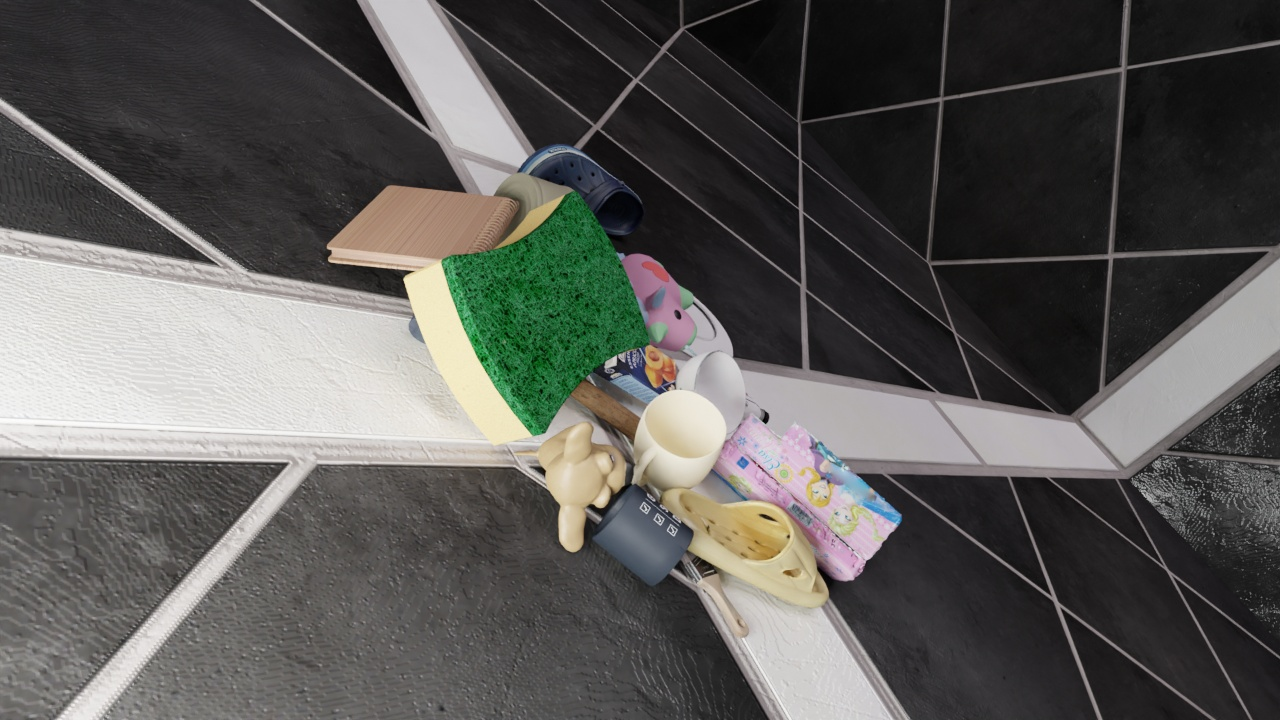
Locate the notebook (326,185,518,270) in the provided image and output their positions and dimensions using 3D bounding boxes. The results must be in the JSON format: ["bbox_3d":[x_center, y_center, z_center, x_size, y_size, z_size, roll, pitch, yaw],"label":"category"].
[{"bbox_3d":[-0.247,-0.157,1.077,0.169,0.022,0.210,6,29,2],"label":"notebook"}]

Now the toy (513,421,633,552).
[{"bbox_3d":[-0.065,0.110,0.935,0.105,0.134,0.108,-1,16,-24],"label":"toy"}]

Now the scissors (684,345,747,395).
[{"bbox_3d":[0.093,0.001,1.333,0.105,0.016,0.179,47,9,38],"label":"scissors"}]

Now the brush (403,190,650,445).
[{"bbox_3d":[-0.111,-0.051,0.983,0.249,0.075,0.195,-41,109,-49],"label":"brush"}]

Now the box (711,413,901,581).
[{"bbox_3d":[0.203,0.163,1.154,0.230,0.105,0.086,42,-15,4],"label":"box"}]

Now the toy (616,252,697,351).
[{"bbox_3d":[-0.001,-0.092,1.315,0.170,0.120,0.222,9,35,-53],"label":"toy"}]

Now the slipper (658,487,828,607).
[{"bbox_3d":[0.134,0.199,1.054,0.261,0.079,0.111,29,21,-30],"label":"slipper"}]

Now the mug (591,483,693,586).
[{"bbox_3d":[0.002,0.176,0.948,0.077,0.071,0.105,40,-1,-3],"label":"mug"}]

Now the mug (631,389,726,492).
[{"bbox_3d":[0.032,0.107,1.054,0.119,0.100,0.096,-33,66,-33],"label":"mug"}]

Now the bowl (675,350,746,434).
[{"bbox_3d":[0.085,0.045,1.230,0.113,0.063,0.113,9,78,-48],"label":"bowl"}]

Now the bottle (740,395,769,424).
[{"bbox_3d":[0.137,0.065,1.320,0.116,0.041,0.041,25,30,-29],"label":"bottle"}]

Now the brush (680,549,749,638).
[{"bbox_3d":[0.072,0.236,1.000,0.038,0.012,0.151,1,47,-54],"label":"brush"}]

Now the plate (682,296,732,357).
[{"bbox_3d":[0.071,-0.073,1.475,0.208,0.015,0.208,31,28,-19],"label":"plate"}]

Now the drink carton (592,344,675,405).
[{"bbox_3d":[-0.007,0.007,1.164,0.130,0.040,0.064,34,48,-45],"label":"drink carton"}]

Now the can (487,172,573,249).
[{"bbox_3d":[-0.145,-0.181,1.228,0.073,0.128,0.127,12,38,-42],"label":"can"}]

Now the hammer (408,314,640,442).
[{"bbox_3d":[-0.109,0.004,1.069,0.321,0.040,0.129,37,45,-19],"label":"hammer"}]

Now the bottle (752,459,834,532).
[{"bbox_3d":[0.205,0.175,1.217,0.137,0.062,0.061,46,27,8],"label":"bottle"}]

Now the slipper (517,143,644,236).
[{"bbox_3d":[-0.081,-0.259,1.458,0.252,0.105,0.095,15,28,-45],"label":"slipper"}]
